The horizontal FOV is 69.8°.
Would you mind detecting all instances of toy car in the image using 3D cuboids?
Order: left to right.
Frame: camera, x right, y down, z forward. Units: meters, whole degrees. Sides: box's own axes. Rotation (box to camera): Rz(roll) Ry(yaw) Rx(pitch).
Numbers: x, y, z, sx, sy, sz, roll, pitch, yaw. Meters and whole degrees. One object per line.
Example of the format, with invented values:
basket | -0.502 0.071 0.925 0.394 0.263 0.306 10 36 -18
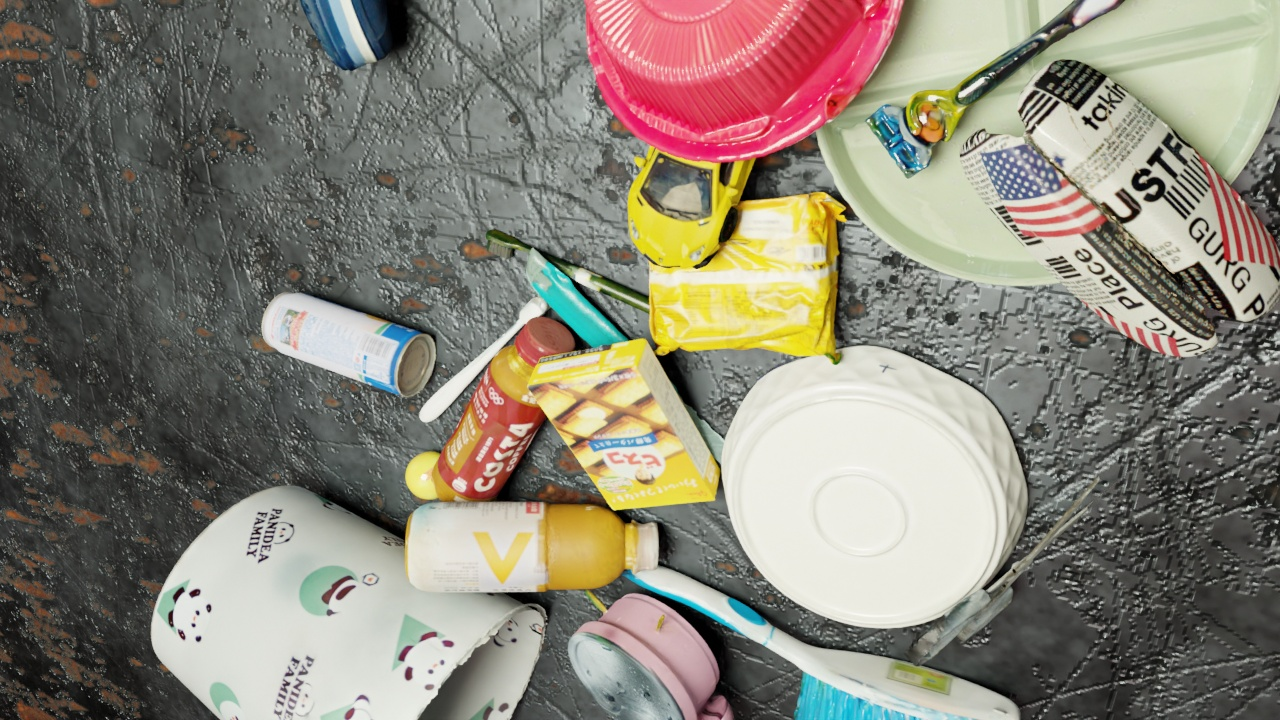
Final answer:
toy car | 0.039 -0.129 0.550 0.071 0.041 0.156 24 98 21

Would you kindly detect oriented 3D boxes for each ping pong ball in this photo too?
ping pong ball | -0.177 0.097 0.771 0.040 0.040 0.040 10 115 21

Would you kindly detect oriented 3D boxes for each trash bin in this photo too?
trash bin | -0.245 0.242 0.771 0.252 0.228 0.230 28 121 18

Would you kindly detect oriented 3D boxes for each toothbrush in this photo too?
toothbrush | -0.126 0.002 0.723 0.181 0.016 0.016 -39 85 35
toothbrush | -0.031 -0.053 0.656 0.186 0.012 0.017 24 126 13

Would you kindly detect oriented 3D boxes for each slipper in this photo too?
slipper | -0.186 -0.315 0.570 0.095 0.105 0.253 -12 129 -14

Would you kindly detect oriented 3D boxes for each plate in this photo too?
plate | 0.148 0.094 0.615 0.205 0.045 0.205 9 115 19
plate | 0.208 -0.153 0.493 0.230 0.027 0.230 10 116 21

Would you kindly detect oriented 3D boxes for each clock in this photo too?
clock | 0.012 0.255 0.725 0.117 0.059 0.158 1 122 46

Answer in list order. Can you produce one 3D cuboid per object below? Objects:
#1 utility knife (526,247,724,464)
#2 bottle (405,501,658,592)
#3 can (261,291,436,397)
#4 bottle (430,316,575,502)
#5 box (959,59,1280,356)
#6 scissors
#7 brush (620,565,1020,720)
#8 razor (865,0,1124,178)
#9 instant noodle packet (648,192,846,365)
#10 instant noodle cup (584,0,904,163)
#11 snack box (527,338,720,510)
utility knife | -0.004 0.004 0.663 0.222 0.013 0.029 44 126 -4
bottle | -0.081 0.143 0.703 0.189 0.068 0.068 1 114 -4
can | -0.237 -0.015 0.743 0.135 0.053 0.053 18 118 17
bottle | -0.105 0.042 0.704 0.057 0.057 0.175 37 122 6
box | 0.240 -0.071 0.474 0.162 0.076 0.088 43 150 -2
scissors | 0.230 0.133 0.571 0.014 0.159 0.181 48 153 31
brush | 0.124 0.233 0.690 0.315 0.060 0.109 9 110 24
razor | 0.186 -0.150 0.475 0.143 0.022 0.042 -34 97 32
instant noodle packet | 0.068 -0.053 0.589 0.128 0.044 0.111 3 108 21
instant noodle cup | 0.039 -0.207 0.489 0.194 0.065 0.194 0 90 27
snack box | -0.009 0.050 0.651 0.087 0.033 0.140 -9 132 27
